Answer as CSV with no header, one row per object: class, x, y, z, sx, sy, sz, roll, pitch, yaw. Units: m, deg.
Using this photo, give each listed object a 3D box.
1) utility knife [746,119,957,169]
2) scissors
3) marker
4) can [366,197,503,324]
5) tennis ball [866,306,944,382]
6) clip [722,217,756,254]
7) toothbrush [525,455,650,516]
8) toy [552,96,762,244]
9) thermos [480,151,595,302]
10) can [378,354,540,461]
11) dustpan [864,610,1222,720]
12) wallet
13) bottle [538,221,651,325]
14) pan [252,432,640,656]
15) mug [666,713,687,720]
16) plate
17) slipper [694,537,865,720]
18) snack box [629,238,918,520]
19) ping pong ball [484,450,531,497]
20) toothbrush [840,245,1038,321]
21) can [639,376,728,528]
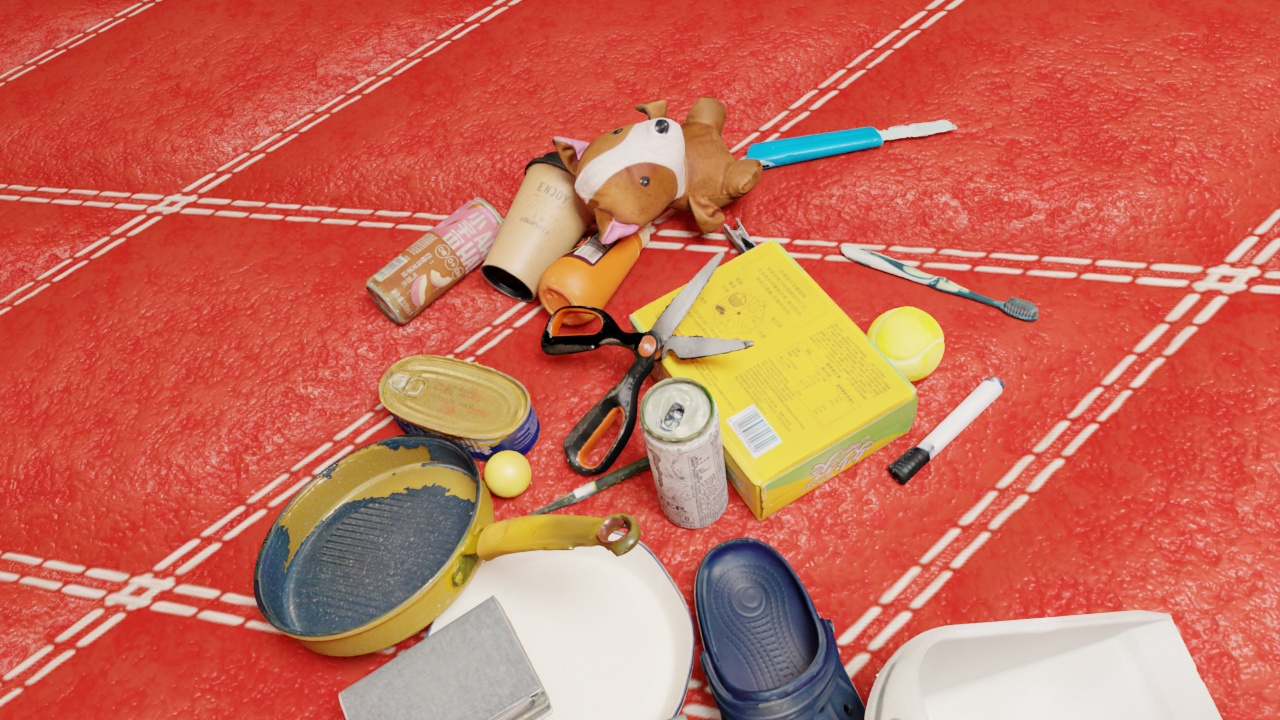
utility knife,0.222,-0.233,0.975,0.223,0.018,0.034,-8,53,5
scissors,-0.010,-0.004,0.784,0.233,0.021,0.221,26,96,40
marker,0.257,0.056,0.768,0.130,0.018,0.022,-39,49,-17
can,-0.205,-0.101,0.933,0.058,0.058,0.147,36,68,29
tennis ball,0.228,-0.013,0.793,0.065,0.065,0.065,-5,55,6
clip,0.100,-0.119,0.914,0.036,0.025,0.058,-26,54,1
toothbrush,-0.041,0.110,0.782,0.185,0.017,0.012,-24,95,-8
toy,0.019,-0.185,0.884,0.199,0.131,0.140,-17,66,-28
thermos,-0.099,-0.134,0.923,0.093,0.093,0.143,20,68,22
can,-0.163,0.043,0.829,0.148,0.049,0.074,13,58,18
dustpan,0.264,0.258,0.552,0.258,0.143,0.222,-12,54,2
wallet,-0.136,0.240,0.641,0.129,0.037,0.106,-30,46,-11
bottle,-0.036,-0.099,0.904,0.067,0.067,0.149,25,55,24
pan,-0.148,0.133,0.691,0.358,0.078,0.197,1,46,28
mug,0.000,0.302,0.587,0.103,0.084,0.124,-19,87,-1
plate,-0.061,0.222,0.690,0.205,0.046,0.204,-5,56,7
slipper,0.100,0.229,0.630,0.105,0.095,0.252,-16,51,2
snack box,0.110,0.010,0.793,0.157,0.070,0.210,-29,55,-10
ping pong ball,-0.114,0.098,0.788,0.040,0.040,0.040,-5,55,6
toothbrush,0.276,-0.076,0.858,0.192,0.018,0.016,24,63,24
can,0.036,0.075,0.713,0.058,0.147,0.058,-5,55,6
